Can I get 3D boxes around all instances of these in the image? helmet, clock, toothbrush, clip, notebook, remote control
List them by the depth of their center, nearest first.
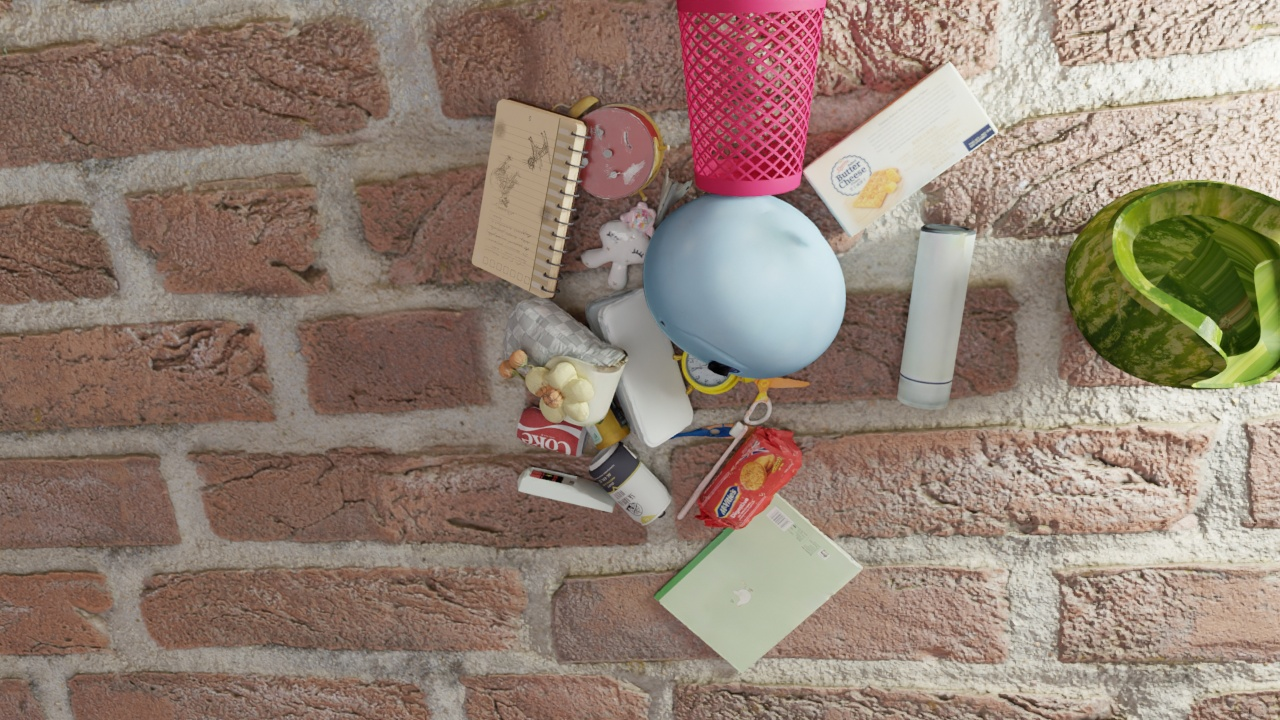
[{"bbox_3d":[0.601,-0.080,1.025,0.243,0.247,0.213,37,90,37],"label":"helmet"},{"bbox_3d":[0.138,-0.089,1.119,0.265,0.167,0.225,30,87,-10],"label":"helmet"},{"bbox_3d":[-0.049,-0.267,1.151,0.159,0.081,0.117,25,109,1],"label":"clock"},{"bbox_3d":[-0.143,-0.207,1.169,0.167,0.024,0.226,28,113,37],"label":"notebook"},{"bbox_3d":[0.041,-0.214,1.171,0.038,0.102,0.054,23,65,-3],"label":"clip"},{"bbox_3d":[0.107,-0.001,1.215,0.119,0.057,0.083,-21,84,10],"label":"clock"},{"bbox_3d":[0.095,0.100,1.278,0.135,0.017,0.021,-3,110,7],"label":"toothbrush"},{"bbox_3d":[0.097,0.157,1.286,0.018,0.015,0.182,31,114,-1],"label":"toothbrush"},{"bbox_3d":[-0.104,0.181,1.314,0.143,0.049,0.024,12,109,5],"label":"remote control"},{"bbox_3d":[0.167,0.324,1.337,0.182,0.010,0.253,41,108,-5],"label":"notebook"}]

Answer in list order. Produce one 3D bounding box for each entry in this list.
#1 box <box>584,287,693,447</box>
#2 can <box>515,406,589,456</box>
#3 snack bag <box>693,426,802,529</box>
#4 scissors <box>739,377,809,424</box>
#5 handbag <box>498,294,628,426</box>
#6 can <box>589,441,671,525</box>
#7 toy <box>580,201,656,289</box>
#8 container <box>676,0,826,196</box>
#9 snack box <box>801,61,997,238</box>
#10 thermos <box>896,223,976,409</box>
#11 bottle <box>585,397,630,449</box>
[{"bbox_3d":[-0.008,0.006,1.257,0.107,0.110,0.216,-26,108,-28],"label":"box"},{"bbox_3d":[-0.123,0.099,1.290,0.096,0.054,0.054,14,108,4],"label":"can"},{"bbox_3d":[0.150,0.165,1.257,0.082,0.082,0.177,34,110,-3],"label":"snack bag"},{"bbox_3d":[0.166,0.036,1.247,0.125,0.011,0.129,3,108,10],"label":"scissors"},{"bbox_3d":[-0.112,0.002,1.166,0.171,0.123,0.113,37,131,18],"label":"handbag"},{"bbox_3d":[-0.011,0.176,1.290,0.064,0.064,0.127,-41,97,18],"label":"can"},{"bbox_3d":[-0.021,-0.152,1.200,0.076,0.037,0.126,35,121,-11],"label":"toy"},{"bbox_3d":[0.126,-0.317,1.070,0.183,0.182,0.226,2,115,8],"label":"container"},{"bbox_3d":[0.310,-0.254,1.112,0.208,0.057,0.104,-36,98,17],"label":"snack box"},{"bbox_3d":[0.372,-0.054,1.159,0.068,0.067,0.230,6,108,7],"label":"thermos"},{"bbox_3d":[-0.079,0.030,1.257,0.053,0.053,0.186,-28,92,16],"label":"bottle"}]
